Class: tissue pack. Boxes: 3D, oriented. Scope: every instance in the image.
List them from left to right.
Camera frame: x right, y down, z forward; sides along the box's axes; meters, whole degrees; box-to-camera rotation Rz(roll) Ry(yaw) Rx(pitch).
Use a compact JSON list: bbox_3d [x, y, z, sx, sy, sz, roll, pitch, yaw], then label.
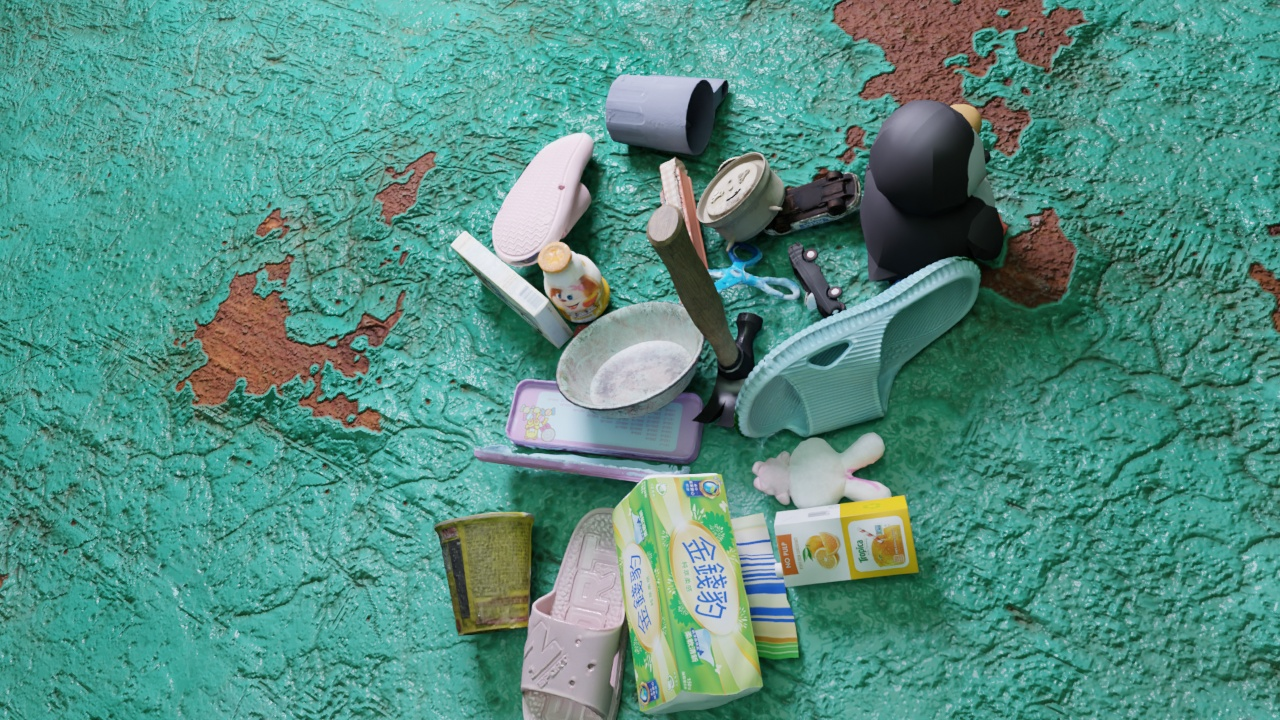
[{"bbox_3d":[0.067,0.205,0.822,0.141,0.120,0.197,1,69,-22],"label":"tissue pack"}]

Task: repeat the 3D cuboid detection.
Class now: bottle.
[{"bbox_3d":[-0.074,-0.086,0.985,0.063,0.109,0.063,-7,66,14],"label":"bottle"}]

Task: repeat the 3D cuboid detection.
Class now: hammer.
[{"bbox_3d":[0.058,-0.037,0.809,0.040,0.305,0.132,9,70,21],"label":"hammer"}]

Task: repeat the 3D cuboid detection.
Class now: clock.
[{"bbox_3d":[0.110,-0.180,0.988,0.093,0.054,0.140,-37,31,26],"label":"clock"}]

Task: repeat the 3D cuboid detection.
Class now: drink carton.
[{"bbox_3d":[0.180,0.162,0.820,0.123,0.040,0.058,-10,96,13],"label":"drink carton"}]

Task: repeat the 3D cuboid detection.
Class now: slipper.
[{"bbox_3d":[-0.105,-0.185,1.051,0.107,0.056,0.221,-13,43,29],"label":"slipper"},{"bbox_3d":[-0.058,0.250,0.859,0.094,0.064,0.238,6,68,20],"label":"slipper"},{"bbox_3d":[0.212,-0.002,0.857,0.276,0.116,0.069,-31,48,-2],"label":"slipper"}]

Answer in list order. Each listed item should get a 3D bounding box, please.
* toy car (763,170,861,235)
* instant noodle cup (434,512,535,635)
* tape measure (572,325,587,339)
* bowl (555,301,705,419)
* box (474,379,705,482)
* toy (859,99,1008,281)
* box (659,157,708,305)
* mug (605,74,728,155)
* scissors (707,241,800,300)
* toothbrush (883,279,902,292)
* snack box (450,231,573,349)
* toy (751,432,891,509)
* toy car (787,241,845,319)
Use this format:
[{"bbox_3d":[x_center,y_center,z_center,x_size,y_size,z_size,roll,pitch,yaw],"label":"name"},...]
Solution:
[{"bbox_3d":[0.183,-0.165,0.980,0.113,0.040,0.048,-13,62,32],"label":"toy car"},{"bbox_3d":[-0.147,0.208,0.894,0.102,0.102,0.108,-11,73,13],"label":"instant noodle cup"},{"bbox_3d":[-0.046,-0.013,0.995,0.059,0.019,0.051,3,68,19],"label":"tape measure"},{"bbox_3d":[-0.006,0.006,0.924,0.158,0.038,0.157,-15,39,12],"label":"bowl"},{"bbox_3d":[-0.049,0.080,0.931,0.214,0.062,0.139,4,34,19],"label":"box"},{"bbox_3d":[0.263,-0.161,0.865,0.140,0.184,0.159,-41,60,-4],"label":"toy"},{"bbox_3d":[0.044,-0.131,0.990,0.054,0.077,0.186,2,61,-19],"label":"box"},{"bbox_3d":[0.032,-0.298,1.069,0.104,0.084,0.123,13,48,24],"label":"mug"},{"bbox_3d":[0.095,-0.095,0.947,0.140,0.013,0.113,0,44,-27],"label":"scissors"},{"bbox_3d":[0.216,-0.037,0.924,0.166,0.014,0.016,-40,61,-3],"label":"toothbrush"},{"bbox_3d":[-0.143,-0.078,1.020,0.026,0.082,0.150,-46,62,-7],"label":"snack box"},{"bbox_3d":[0.169,0.109,0.862,0.126,0.037,0.076,-8,74,17],"label":"toy"},{"bbox_3d":[0.177,-0.077,0.938,0.037,0.040,0.092,-29,64,4],"label":"toy car"}]
